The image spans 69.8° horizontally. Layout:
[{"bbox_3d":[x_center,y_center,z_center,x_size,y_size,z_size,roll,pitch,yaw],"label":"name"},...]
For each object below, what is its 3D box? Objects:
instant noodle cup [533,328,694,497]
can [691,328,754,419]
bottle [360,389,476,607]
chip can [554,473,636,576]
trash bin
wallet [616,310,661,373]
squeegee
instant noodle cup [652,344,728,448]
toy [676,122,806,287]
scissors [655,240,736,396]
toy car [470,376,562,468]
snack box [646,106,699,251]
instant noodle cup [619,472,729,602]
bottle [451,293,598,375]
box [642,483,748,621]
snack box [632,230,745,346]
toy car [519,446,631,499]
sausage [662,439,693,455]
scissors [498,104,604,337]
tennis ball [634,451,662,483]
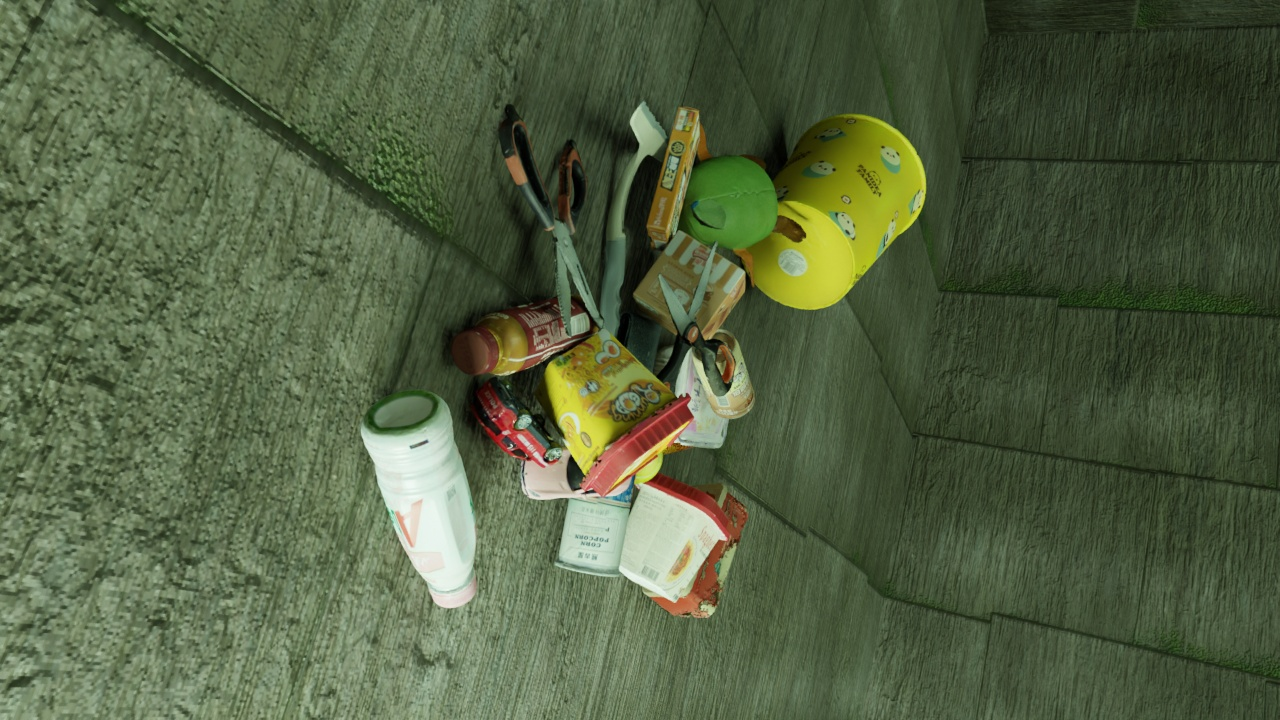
[{"bbox_3d":[-0.032,0.047,0.886,0.116,0.123,0.116,-34,168,-31],"label":"instant noodle cup"},{"bbox_3d":[0.103,0.018,1.136,0.058,0.059,0.116,-65,148,-32],"label":"can"},{"bbox_3d":[-0.170,0.120,0.745,0.068,0.068,0.197,-50,142,-47],"label":"bottle"},{"bbox_3d":[-0.038,0.122,1.001,0.071,0.071,0.214,25,74,-62],"label":"chip can"},{"bbox_3d":[0.288,-0.221,1.412,0.254,0.230,0.230,-49,138,-40],"label":"trash bin"},{"bbox_3d":[-0.006,0.006,1.096,0.097,0.019,0.121,16,84,-64],"label":"wallet"},{"bbox_3d":[-0.020,-0.139,1.010,0.246,0.039,0.246,-23,125,-80],"label":"squeegee"},{"bbox_3d":[0.064,0.042,1.198,0.173,0.060,0.138,16,82,-62],"label":"instant noodle cup"},{"bbox_3d":[0.118,-0.205,1.195,0.246,0.090,0.227,-17,83,-51],"label":"toy"},{"bbox_3d":[0.054,-0.009,0.988,0.220,0.022,0.233,30,85,-56],"label":"scissors"},{"bbox_3d":[-0.115,0.062,0.854,0.045,0.053,0.120,-36,141,1],"label":"toy car"},{"bbox_3d":[0.039,-0.209,1.069,0.075,0.026,0.153,68,36,-77],"label":"snack box"},{"bbox_3d":[0.032,0.220,1.135,0.124,0.117,0.116,-58,147,-18],"label":"instant noodle cup"},{"bbox_3d":[-0.104,-0.023,0.845,0.174,0.057,0.057,-23,116,-60],"label":"bottle"},{"bbox_3d":[0.082,0.257,1.229,0.079,0.092,0.168,43,54,-28],"label":"box"},{"bbox_3d":[0.059,-0.080,1.068,0.094,0.093,0.077,-55,167,-6],"label":"snack box"},{"bbox_3d":[-0.063,0.113,0.930,0.122,0.037,0.056,1,82,-30],"label":"toy car"},{"bbox_3d":[0.037,0.111,1.203,0.165,0.021,0.021,-2,98,-63],"label":"sausage"},{"bbox_3d":[-0.078,-0.133,0.862,0.189,0.015,0.226,46,38,-48],"label":"scissors"},{"bbox_3d":[-0.007,0.111,1.065,0.065,0.065,0.065,-25,119,-60],"label":"tennis ball"}]
